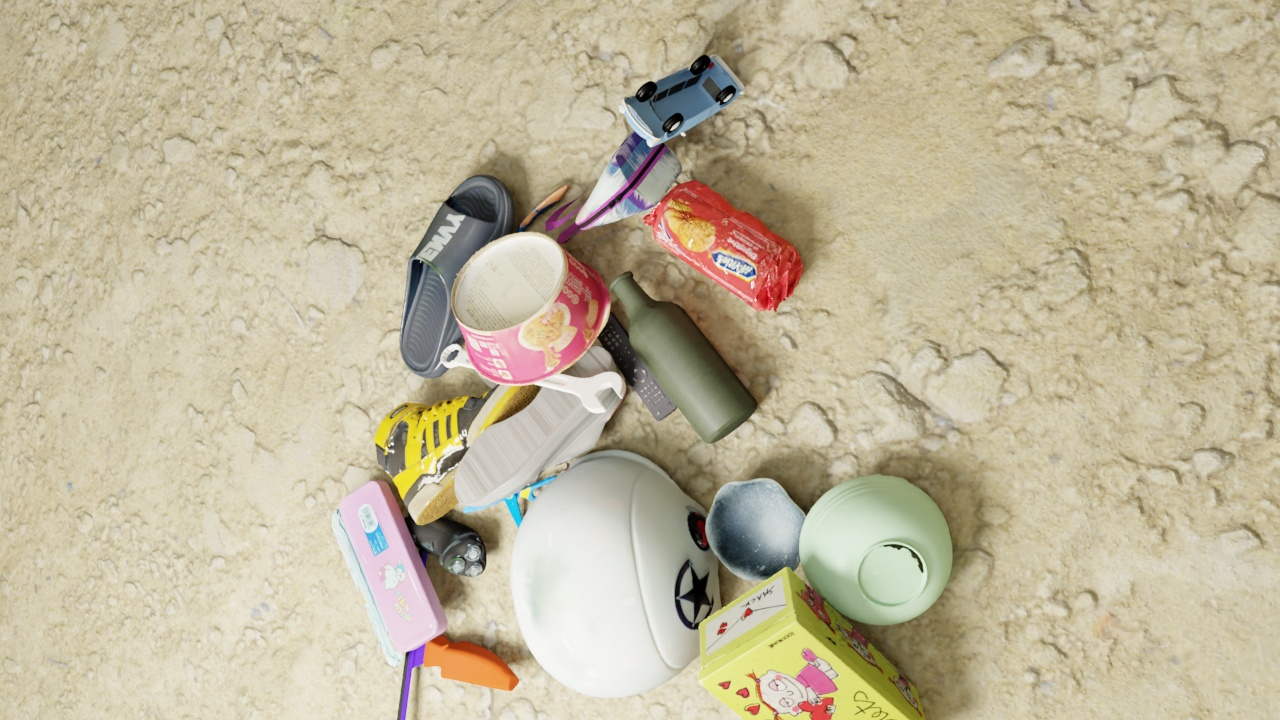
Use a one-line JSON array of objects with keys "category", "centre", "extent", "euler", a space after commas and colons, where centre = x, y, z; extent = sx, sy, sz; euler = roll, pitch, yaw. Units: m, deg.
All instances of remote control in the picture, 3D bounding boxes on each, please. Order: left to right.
[{"category": "remote control", "centre": [-0.006, 0.006, 1.045], "extent": [0.032, 0.015, 0.136], "euler": [-39, 79, 20]}]

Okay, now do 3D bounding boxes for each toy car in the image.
[{"category": "toy car", "centre": [0.042, -0.267, 0.952], "extent": [0.056, 0.153, 0.055], "euler": [51, 147, 5]}]

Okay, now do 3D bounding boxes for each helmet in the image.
[{"category": "helmet", "centre": [-0.044, 0.234, 0.993], "extent": [0.237, 0.163, 0.264], "euler": [-12, 87, 23]}]

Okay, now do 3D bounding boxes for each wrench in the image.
[{"category": "wrench", "centre": [-0.128, 0.014, 1.026], "extent": [0.274, 0.009, 0.047], "euler": [12, 64, 36]}]

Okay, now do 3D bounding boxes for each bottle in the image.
[{"category": "bottle", "centre": [0.038, -0.010, 0.994], "extent": [0.072, 0.071, 0.207], "euler": [-42, 76, 20]}]

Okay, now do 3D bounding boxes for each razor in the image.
[{"category": "razor", "centre": [-0.248, 0.227, 1.137], "extent": [0.141, 0.063, 0.053], "euler": [12, 114, 34]}]

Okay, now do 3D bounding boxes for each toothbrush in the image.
[{"category": "toothbrush", "centre": [-0.133, -0.165, 1.092], "extent": [0.017, 0.021, 0.135], "euler": [46, 112, -3]}]

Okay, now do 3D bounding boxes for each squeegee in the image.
[{"category": "squeegee", "centre": [-0.220, 0.372, 1.133], "extent": [0.185, 0.055, 0.249], "euler": [5, 87, 39]}]

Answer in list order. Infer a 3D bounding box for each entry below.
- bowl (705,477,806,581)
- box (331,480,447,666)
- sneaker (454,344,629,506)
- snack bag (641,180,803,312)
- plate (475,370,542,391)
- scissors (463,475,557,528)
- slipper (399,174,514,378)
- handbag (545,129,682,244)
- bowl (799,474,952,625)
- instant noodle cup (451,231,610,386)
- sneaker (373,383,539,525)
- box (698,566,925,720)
[{"category": "bowl", "centre": [0.129, 0.174, 0.969], "extent": [0.110, 0.055, 0.110], "euler": [1, 92, 24]}, {"category": "box", "centre": [-0.330, 0.273, 1.161], "extent": [0.149, 0.050, 0.214], "euler": [-42, 69, 38]}, {"category": "sneaker", "centre": [-0.101, 0.090, 1.035], "extent": [0.236, 0.089, 0.099], "euler": [-42, 45, 4]}, {"category": "snack bag", "centre": [0.091, -0.123, 0.964], "extent": [0.176, 0.082, 0.082], "euler": [35, 105, 18]}, {"category": "plate", "centre": [-0.149, -0.032, 1.108], "extent": [0.157, 0.014, 0.157], "euler": [1, 92, 24]}, {"category": "scissors", "centre": [-0.157, 0.156, 1.092], "extent": [0.125, 0.013, 0.130], "euler": [-23, 113, 7]}, {"category": "slipper", "centre": [-0.244, -0.103, 1.104], "extent": [0.111, 0.083, 0.268], "euler": [34, 108, 32]}, {"category": "handbag", "centre": [-0.044, -0.177, 1.005], "extent": [0.068, 0.144, 0.170], "euler": [47, 137, -17]}, {"category": "bowl", "centre": [0.234, 0.193, 0.886], "extent": [0.151, 0.077, 0.151], "euler": [0, 100, 1]}, {"category": "instant noodle cup", "centre": [-0.132, -0.067, 1.018], "extent": [0.179, 0.078, 0.178], "euler": [-12, 53, 16]}, {"category": "sneaker", "centre": [-0.227, 0.076, 1.109], "extent": [0.122, 0.086, 0.239], "euler": [46, 106, 19]}, {"category": "box", "centre": [0.170, 0.316, 0.889], "extent": [0.125, 0.081, 0.221], "euler": [-37, 109, 19]}]
